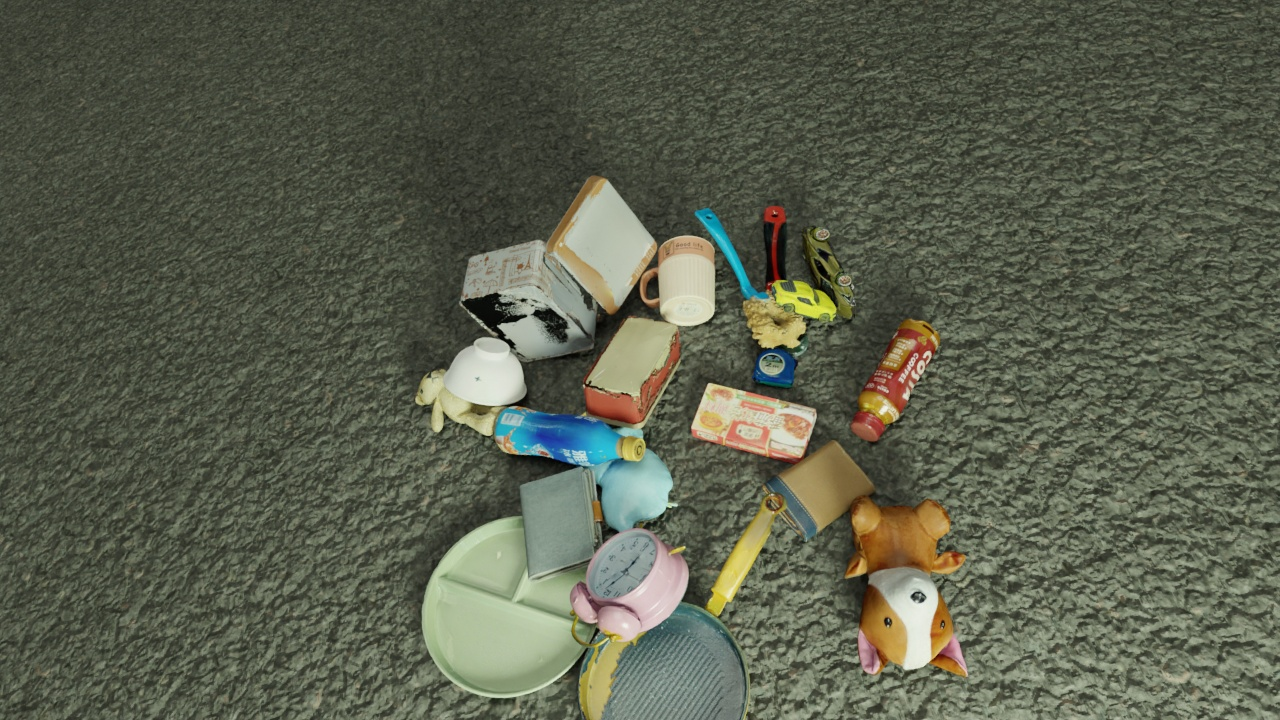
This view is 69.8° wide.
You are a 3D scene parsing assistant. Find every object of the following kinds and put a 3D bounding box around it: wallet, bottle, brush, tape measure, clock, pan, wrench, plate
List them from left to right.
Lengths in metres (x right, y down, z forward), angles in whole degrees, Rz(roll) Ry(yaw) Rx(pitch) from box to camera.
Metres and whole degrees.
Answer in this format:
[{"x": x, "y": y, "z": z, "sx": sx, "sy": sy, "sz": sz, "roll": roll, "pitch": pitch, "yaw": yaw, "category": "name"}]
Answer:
[{"x": -0.159, "y": 0.305, "z": 1.147, "sx": 0.230, "sy": 0.027, "sz": 0.229, "roll": -6, "pitch": 57, "yaw": 9, "category": "plate"}, {"x": -0.097, "y": 0.206, "z": 1.161, "sx": 0.107, "sy": 0.037, "sz": 0.129, "roll": -18, "pitch": 55, "yaw": 11, "category": "wallet"}, {"x": -0.092, "y": 0.102, "z": 1.206, "sx": 0.219, "sy": 0.065, "sz": 0.065, "roll": 5, "pitch": 58, "yaw": 32, "category": "bottle"}, {"x": -0.019, "y": 0.267, "z": 1.067, "sx": 0.158, "sy": 0.060, "sz": 0.117, "roll": -50, "pitch": 34, "yaw": -17, "category": "clock"}, {"x": 0.071, "y": 0.309, "z": 1.068, "sx": 0.198, "sy": 0.078, "sz": 0.356, "roll": 28, "pitch": 68, "yaw": 25, "category": "pan"}, {"x": 0.147, "y": -0.120, "z": 1.299, "sx": 0.083, "sy": 0.046, "sz": 0.254, "roll": -19, "pitch": 66, "yaw": -22, "category": "brush"}, {"x": 0.186, "y": 0.011, "z": 1.263, "sx": 0.058, "sy": 0.025, "sz": 0.054, "roll": 8, "pitch": 58, "yaw": 12, "category": "tape measure"}, {"x": 0.205, "y": -0.122, "z": 1.348, "sx": 0.056, "sy": 0.016, "sz": 0.272, "roll": -4, "pitch": 58, "yaw": 4, "category": "wrench"}, {"x": 0.224, "y": 0.162, "z": 1.158, "sx": 0.115, "sy": 0.033, "sz": 0.090, "roll": -33, "pitch": 61, "yaw": -11, "category": "wallet"}, {"x": 0.332, "y": 0.027, "z": 1.205, "sx": 0.057, "sy": 0.057, "sz": 0.174, "roll": 25, "pitch": 66, "yaw": 24, "category": "bottle"}]

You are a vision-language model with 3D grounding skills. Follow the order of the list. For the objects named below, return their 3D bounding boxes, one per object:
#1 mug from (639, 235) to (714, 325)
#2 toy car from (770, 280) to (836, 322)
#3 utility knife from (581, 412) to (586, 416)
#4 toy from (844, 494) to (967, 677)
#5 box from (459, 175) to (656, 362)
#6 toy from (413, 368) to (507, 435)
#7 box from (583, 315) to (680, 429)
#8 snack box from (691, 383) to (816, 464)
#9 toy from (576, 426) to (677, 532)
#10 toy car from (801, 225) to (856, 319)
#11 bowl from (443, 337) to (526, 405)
[{"x": 0.053, "y": -0.112, "z": 1.338, "sx": 0.115, "sy": 0.081, "sz": 0.105, "roll": -12, "pitch": 57, "yaw": 21, "category": "mug"}, {"x": 0.228, "y": -0.085, "z": 1.260, "sx": 0.105, "sy": 0.032, "sz": 0.048, "roll": 15, "pitch": 41, "yaw": -26, "category": "toy car"}, {"x": -0.051, "y": 0.067, "z": 1.286, "sx": 0.204, "sy": 0.021, "sz": 0.031, "roll": -31, "pitch": 57, "yaw": -14, "category": "utility knife"}, {"x": 0.301, "y": 0.255, "z": 1.038, "sx": 0.140, "sy": 0.130, "sz": 0.199, "roll": 1, "pitch": 68, "yaw": 5, "category": "toy"}, {"x": -0.106, "y": -0.114, "z": 1.281, "sx": 0.271, "sy": 0.179, "sz": 0.134, "roll": -35, "pitch": 50, "yaw": 6, "category": "box"}, {"x": -0.253, "y": 0.059, "z": 1.296, "sx": 0.157, "sy": 0.066, "sz": 0.105, "roll": 23, "pitch": 60, "yaw": 30, "category": "toy"}, {"x": -0.008, "y": 0.007, "z": 1.242, "sx": 0.091, "sy": 0.076, "sz": 0.167, "roll": 11, "pitch": 40, "yaw": 18, "category": "box"}, {"x": 0.151, "y": 0.084, "z": 1.225, "sx": 0.153, "sy": 0.025, "sz": 0.075, "roll": 14, "pitch": 62, "yaw": 19, "category": "snack box"}, {"x": -0.017, "y": 0.153, "z": 1.201, "sx": 0.156, "sy": 0.050, "sz": 0.161, "roll": 8, "pitch": 56, "yaw": 28, "category": "toy"}, {"x": 0.267, "y": -0.125, "z": 1.306, "sx": 0.042, "sy": 0.070, "sz": 0.158, "roll": -20, "pitch": 56, "yaw": -1, "category": "toy car"}, {"x": -0.213, "y": 0.007, "z": 1.287, "sx": 0.118, "sy": 0.065, "sz": 0.118, "roll": 11, "pitch": 24, "yaw": -5, "category": "bowl"}]
